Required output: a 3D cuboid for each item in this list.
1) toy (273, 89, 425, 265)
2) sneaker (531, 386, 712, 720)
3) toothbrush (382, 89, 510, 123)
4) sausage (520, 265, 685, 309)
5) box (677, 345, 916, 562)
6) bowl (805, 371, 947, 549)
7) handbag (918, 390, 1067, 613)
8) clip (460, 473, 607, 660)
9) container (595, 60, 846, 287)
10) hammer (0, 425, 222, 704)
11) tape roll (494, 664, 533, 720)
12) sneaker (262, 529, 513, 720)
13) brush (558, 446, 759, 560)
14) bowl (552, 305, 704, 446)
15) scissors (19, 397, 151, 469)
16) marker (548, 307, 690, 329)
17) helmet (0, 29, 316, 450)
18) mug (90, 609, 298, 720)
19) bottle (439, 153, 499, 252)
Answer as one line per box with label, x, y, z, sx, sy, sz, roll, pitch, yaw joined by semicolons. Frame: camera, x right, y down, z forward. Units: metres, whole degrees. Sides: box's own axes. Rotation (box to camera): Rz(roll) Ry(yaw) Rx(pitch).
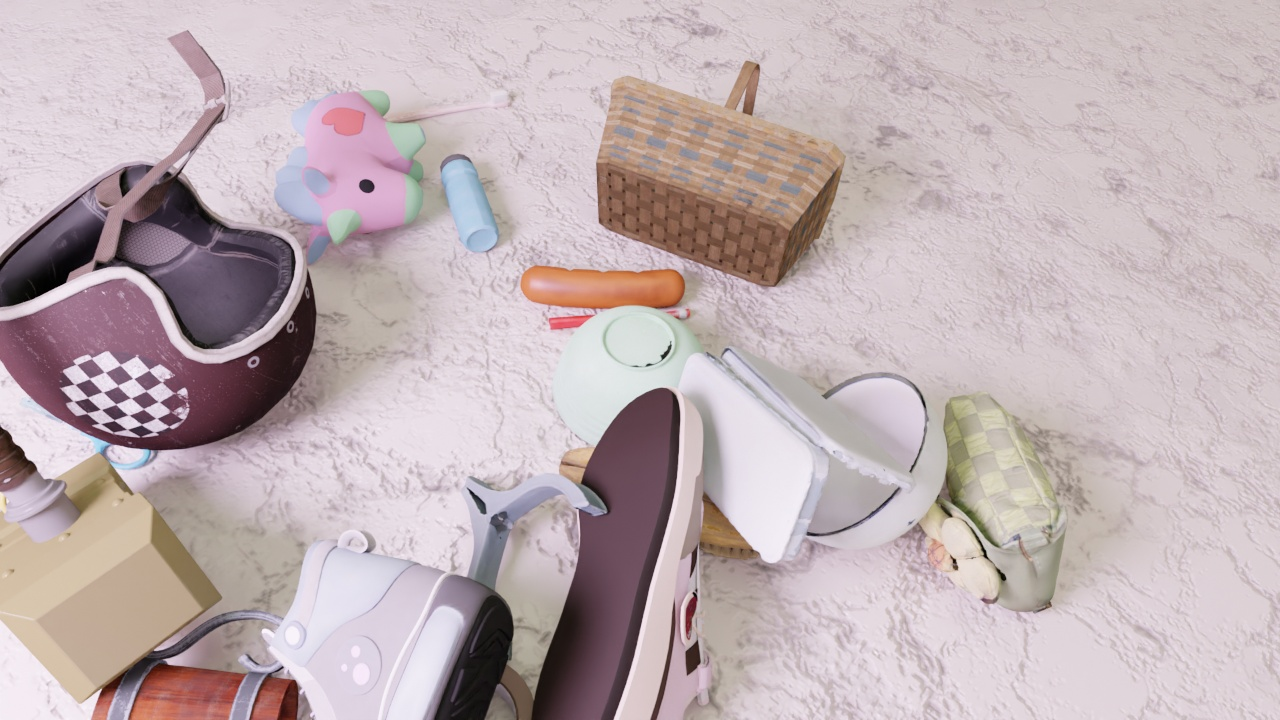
toy;-0.311;-0.207;0.951;0.170;0.120;0.222;-26;60;-35
sneaker;0.017;0.165;0.686;0.116;0.112;0.293;31;56;-33
toothbrush;-0.241;-0.295;1.078;0.181;0.018;0.015;-14;55;-16
sausage;-0.037;-0.072;0.914;0.164;0.039;0.044;1;36;-5
box;0.101;0.074;0.715;0.129;0.106;0.210;20;15;-22
bowl;0.188;0.090;0.755;0.073;0.154;0.153;37;47;-26
handbag;0.282;0.119;0.770;0.117;0.113;0.186;-15;45;11
clip;-0.080;0.126;0.704;0.165;0.031;0.168;-37;47;22
container;0.084;-0.210;0.966;0.250;0.158;0.186;21;64;10
hammer;-0.422;0.044;0.582;0.100;0.325;0.190;-39;32;-30
tape roll;-0.121;0.262;0.655;0.093;0.030;0.093;3;52;-4
sneaker;-0.188;0.245;0.582;0.160;0.093;0.256;18;87;19
brush;0.024;0.120;0.771;0.195;0.043;0.059;18;52;6
bowl;-0.005;0.005;0.836;0.151;0.077;0.150;2;52;-3
scissors;-0.476;0.055;0.788;0.136;0.015;0.055;20;55;5
marker;-0.020;-0.042;0.911;0.142;0.013;0.012;-5;53;-10
helmet;-0.383;-0.059;0.732;0.234;0.254;0.233;-27;41;2
mug;-0.296;0.229;0.625;0.111;0.082;0.117;6;70;-6
bottle;-0.184;-0.172;0.975;0.040;0.040;0.130;-13;55;-16
